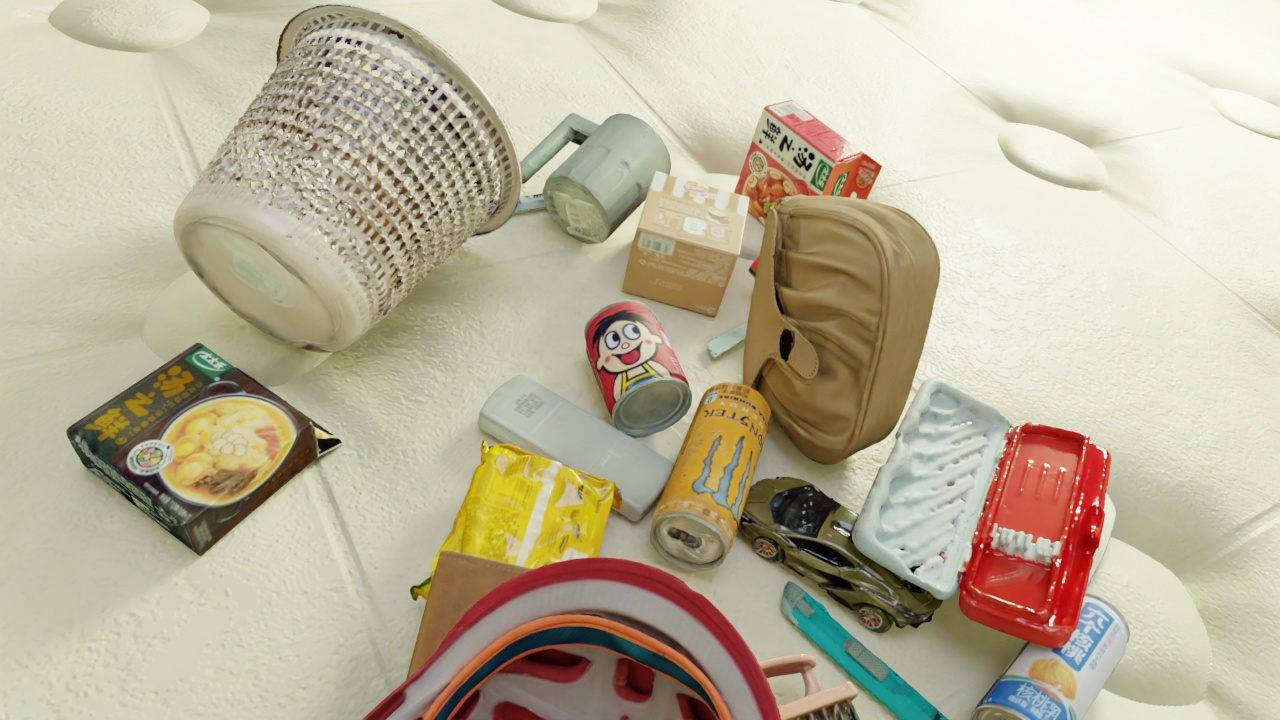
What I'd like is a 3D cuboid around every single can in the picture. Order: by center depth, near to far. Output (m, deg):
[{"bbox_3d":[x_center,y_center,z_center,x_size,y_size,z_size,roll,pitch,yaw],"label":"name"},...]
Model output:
[{"bbox_3d":[0.276,0.212,0.612,0.134,0.053,0.053,-30,60,-37],"label":"can"},{"bbox_3d":[0.054,0.081,0.673,0.058,0.058,0.145,21,42,5],"label":"can"},{"bbox_3d":[-0.004,0.004,0.731,0.066,0.067,0.093,-5,47,-20],"label":"can"}]

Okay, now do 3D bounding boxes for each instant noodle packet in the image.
[{"bbox_3d":[-0.078,0.122,0.610,0.111,0.044,0.128,19,47,0],"label":"instant noodle packet"}]

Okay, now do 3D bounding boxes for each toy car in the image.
[{"bbox_3d":[0.142,0.135,0.662,0.158,0.042,0.070,29,45,17],"label":"toy car"}]

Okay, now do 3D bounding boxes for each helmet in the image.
[{"bbox_3d":[-0.030,0.227,0.430,0.207,0.144,0.239,14,63,12],"label":"helmet"}]

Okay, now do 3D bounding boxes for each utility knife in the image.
[{"bbox_3d":[0.161,0.212,0.609,0.178,0.013,0.029,39,50,23],"label":"utility knife"},{"bbox_3d":[0.134,-0.047,0.856,0.207,0.018,0.034,-29,60,-34],"label":"utility knife"}]

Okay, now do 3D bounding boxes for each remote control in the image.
[{"bbox_3d":[-0.049,0.064,0.691,0.150,0.021,0.058,29,44,14],"label":"remote control"}]

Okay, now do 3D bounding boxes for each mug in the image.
[{"bbox_3d":[-0.049,-0.181,0.882,0.124,0.084,0.103,28,58,17],"label":"mug"}]

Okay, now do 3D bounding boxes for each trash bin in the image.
[{"bbox_3d":[-0.234,-0.122,0.706,0.227,0.228,0.191,23,57,8],"label":"trash bin"}]

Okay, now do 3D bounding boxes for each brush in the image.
[{"bbox_3d":[0.055,0.222,0.535,0.145,0.063,0.073,-10,54,-22],"label":"brush"}]

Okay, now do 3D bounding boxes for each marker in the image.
[{"bbox_3d":[-0.086,-0.159,0.906,0.145,0.017,0.017,-14,52,-27],"label":"marker"}]

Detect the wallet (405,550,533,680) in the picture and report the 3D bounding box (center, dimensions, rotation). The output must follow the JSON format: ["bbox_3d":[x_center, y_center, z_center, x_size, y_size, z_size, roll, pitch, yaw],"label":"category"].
[{"bbox_3d":[-0.074,0.185,0.531,0.119,0.035,0.130,15,65,-8],"label":"wallet"}]

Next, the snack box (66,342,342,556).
[{"bbox_3d":[-0.289,0.052,0.621,0.113,0.053,0.125,31,51,15],"label":"snack box"}]

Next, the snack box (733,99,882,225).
[{"bbox_3d":[0.163,-0.180,0.926,0.044,0.113,0.127,-23,56,-35],"label":"snack box"}]

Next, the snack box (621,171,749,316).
[{"bbox_3d":[0.042,-0.108,0.847,0.093,0.077,0.094,15,45,0],"label":"snack box"}]

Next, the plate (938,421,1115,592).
[{"bbox_3d":[0.302,0.104,0.740,0.163,0.034,0.163,33,46,18],"label":"plate"}]

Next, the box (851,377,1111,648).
[{"bbox_3d":[0.255,0.102,0.674,0.161,0.050,0.200,23,44,18],"label":"box"}]

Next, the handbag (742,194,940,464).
[{"bbox_3d":[0.140,-0.024,0.707,0.099,0.205,0.148,-17,37,-31],"label":"handbag"}]

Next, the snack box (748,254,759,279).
[{"bbox_3d":[0.177,-0.047,0.842,0.076,0.027,0.156,-29,70,-36],"label":"snack box"}]
